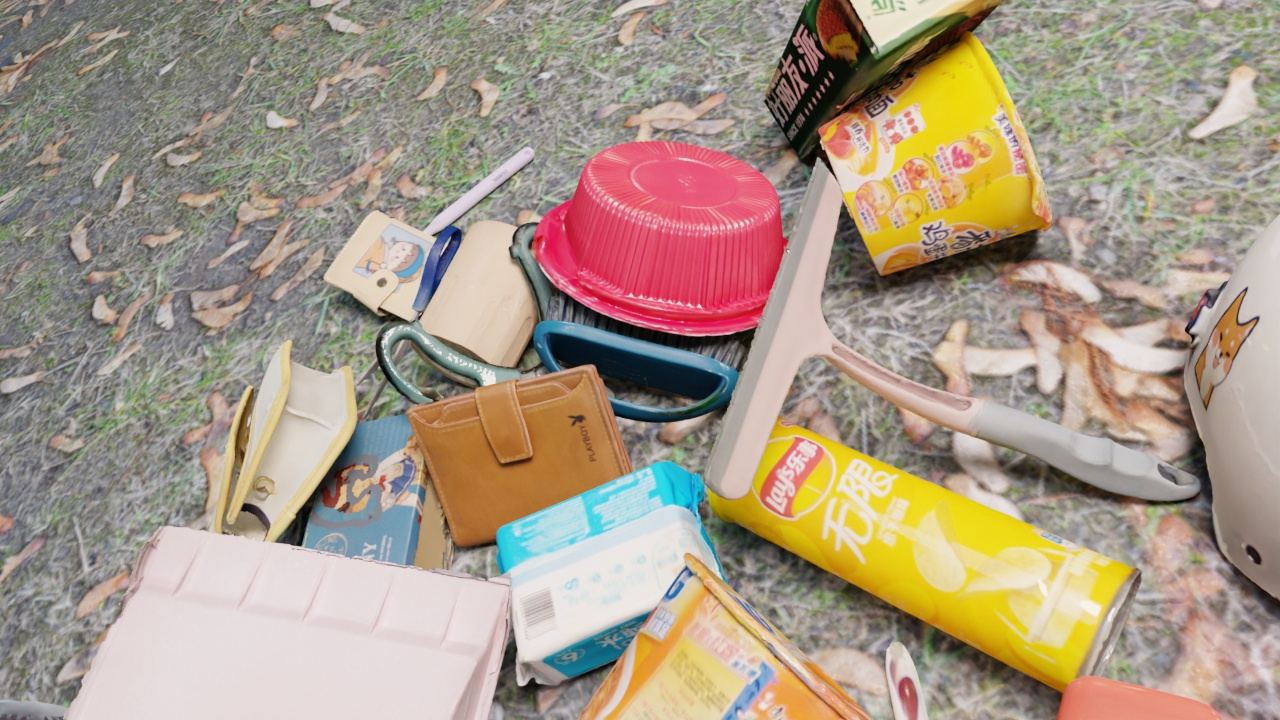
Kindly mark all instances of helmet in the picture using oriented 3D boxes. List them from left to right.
[{"bbox_3d":[0.374,-0.008,0.403,0.230,0.157,0.273,9,59,29],"label":"helmet"}]

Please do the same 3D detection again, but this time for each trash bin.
[{"bbox_3d":[-0.417,0.293,0.508,0.195,0.226,0.226,-5,52,37],"label":"trash bin"}]

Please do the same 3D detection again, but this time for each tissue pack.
[{"bbox_3d":[-0.018,0.125,0.539,0.140,0.063,0.090,-24,51,7],"label":"tissue pack"}]

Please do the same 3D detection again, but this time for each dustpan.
[{"bbox_3d":[-0.204,0.244,0.492,0.223,0.139,0.272,10,47,9],"label":"dustpan"}]

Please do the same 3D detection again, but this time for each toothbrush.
[{"bbox_3d":[-0.171,-0.137,0.840,0.189,0.029,0.021,-41,11,-11],"label":"toothbrush"},{"bbox_3d":[0.137,0.221,0.425,0.016,0.017,0.187,-14,51,13],"label":"toothbrush"}]

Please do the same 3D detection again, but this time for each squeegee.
[{"bbox_3d":[0.176,0.025,0.495,0.249,0.040,0.246,24,52,2],"label":"squeegee"}]

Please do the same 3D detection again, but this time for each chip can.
[{"bbox_3d":[0.139,0.095,0.486,0.213,0.072,0.072,24,67,36],"label":"chip can"}]

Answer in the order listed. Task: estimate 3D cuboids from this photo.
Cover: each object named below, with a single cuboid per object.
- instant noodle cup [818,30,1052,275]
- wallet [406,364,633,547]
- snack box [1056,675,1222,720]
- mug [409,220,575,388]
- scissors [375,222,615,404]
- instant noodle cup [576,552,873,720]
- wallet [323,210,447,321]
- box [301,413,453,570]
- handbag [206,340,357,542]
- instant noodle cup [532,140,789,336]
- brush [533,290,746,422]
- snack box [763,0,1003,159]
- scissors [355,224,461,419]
[{"bbox_3d":[0.187,-0.126,0.600,0.110,0.138,0.137,-23,48,17],"label":"instant noodle cup"},{"bbox_3d":[-0.076,0.057,0.592,0.131,0.119,0.035,-14,20,15],"label":"wallet"},{"bbox_3d":[0.204,0.184,0.378,0.082,0.091,0.079,7,51,29],"label":"snack box"},{"bbox_3d":[-0.097,-0.033,0.695,0.124,0.084,0.103,22,66,6],"label":"mug"},{"bbox_3d":[-0.090,-0.027,0.646,0.170,0.019,0.179,17,68,-12],"label":"scissors"},{"bbox_3d":[0.041,0.180,0.421,0.111,0.151,0.151,-47,50,-4],"label":"instant noodle cup"},{"bbox_3d":[-0.209,-0.077,0.793,0.115,0.024,0.087,26,65,18],"label":"wallet"},{"bbox_3d":[-0.175,0.126,0.613,0.090,0.059,0.184,-14,48,15],"label":"box"},{"bbox_3d":[-0.276,0.079,0.653,0.179,0.063,0.163,-57,23,2],"label":"handbag"},{"bbox_3d":[0.025,-0.097,0.634,0.194,0.066,0.193,7,35,-5],"label":"instant noodle cup"},{"bbox_3d":[-0.004,0.004,0.612,0.144,0.055,0.073,14,67,5],"label":"brush"},{"bbox_3d":[0.161,-0.218,0.623,0.114,0.240,0.063,-31,89,-2],"label":"snack box"},{"bbox_3d":[-0.170,-0.027,0.702,0.012,0.157,0.165,18,84,6],"label":"scissors"}]
